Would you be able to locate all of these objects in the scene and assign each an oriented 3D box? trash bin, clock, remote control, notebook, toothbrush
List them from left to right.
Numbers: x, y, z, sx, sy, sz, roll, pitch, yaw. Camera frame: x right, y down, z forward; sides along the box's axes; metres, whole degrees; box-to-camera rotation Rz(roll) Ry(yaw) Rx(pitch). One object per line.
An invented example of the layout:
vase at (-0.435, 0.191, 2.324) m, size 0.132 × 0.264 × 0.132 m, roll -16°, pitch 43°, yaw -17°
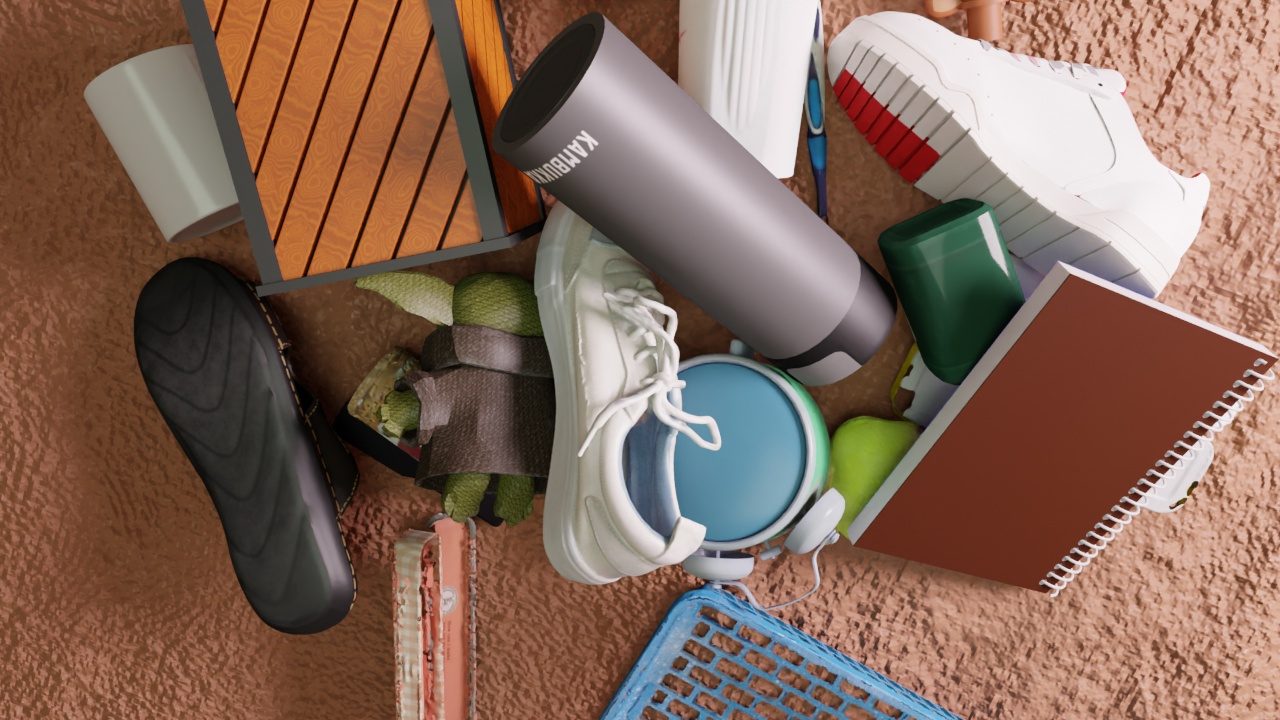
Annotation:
trash bin at (-0.147, -0.144, 0.530) m, size 0.140 × 0.139 × 0.172 m, roll -10°, pitch 102°, yaw 6°
remote control at (-0.152, 0.073, 0.645) m, size 0.136 × 0.015 × 0.032 m, roll 32°, pitch 103°, yaw -4°
clock at (0.064, 0.076, 0.582) m, size 0.122 × 0.075 × 0.161 m, roll -26°, pitch 77°, yaw 16°
toothbrush at (0.111, -0.143, 0.574) m, size 0.016 × 0.017 × 0.189 m, roll -6°, pitch 103°, yaw 6°
notebook at (0.252, 0.055, 0.555) m, size 0.171 × 0.022 × 0.210 m, roll 17°, pitch 122°, yaw -20°

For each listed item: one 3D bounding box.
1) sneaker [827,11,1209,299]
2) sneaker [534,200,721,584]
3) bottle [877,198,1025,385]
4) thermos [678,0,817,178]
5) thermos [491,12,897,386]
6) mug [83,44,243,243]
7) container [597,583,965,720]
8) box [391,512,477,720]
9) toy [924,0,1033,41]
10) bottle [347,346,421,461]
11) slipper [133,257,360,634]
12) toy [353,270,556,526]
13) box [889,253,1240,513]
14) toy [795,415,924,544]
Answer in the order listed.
sneaker at (0.227, -0.140, 0.540) m, size 0.236 × 0.090 × 0.104 m, roll 37°, pitch 82°, yaw 3°
sneaker at (-0.003, 0.003, 0.530) m, size 0.091 × 0.089 × 0.242 m, roll -16°, pitch 66°, yaw 35°
bottle at (0.194, -0.024, 0.545) m, size 0.061 × 0.061 × 0.131 m, roll -24°, pitch 103°, yaw 6°
thermos at (0.063, -0.218, 0.523) m, size 0.099 × 0.099 × 0.221 m, roll 4°, pitch 108°, yaw 3°
thermos at (0.039, -0.075, 0.501) m, size 0.240 × 0.082 × 0.082 m, roll 34°, pitch 105°, yaw -31°
mug at (-0.268, -0.141, 0.578) m, size 0.111 × 0.079 × 0.097 m, roll -29°, pitch 101°, yaw -18°
container at (0.127, 0.323, 0.646) m, size 0.362 × 0.089 × 0.257 m, roll 29°, pitch 104°, yaw -3°
box at (-0.145, 0.201, 0.649) m, size 0.042 × 0.082 × 0.187 m, roll 6°, pitch 106°, yaw 14°
toy at (0.193, -0.248, 0.522) m, size 0.095 × 0.065 × 0.128 m, roll -8°, pitch 108°, yaw 8°
bottle at (-0.137, 0.042, 0.616) m, size 0.105 × 0.056 × 0.056 m, roll 36°, pitch 103°, yaw -5°
slipper at (-0.255, 0.053, 0.618) m, size 0.113 × 0.075 × 0.268 m, roll -27°, pitch 84°, yaw 13°
toy at (-0.089, 0.021, 0.561) m, size 0.179 × 0.078 × 0.152 m, roll 9°, pitch 70°, yaw -32°
box at (0.279, 0.012, 0.597) m, size 0.209 × 0.036 × 0.130 m, roll 20°, pitch 101°, yaw 0°
toy at (0.136, 0.083, 0.613) m, size 0.115 × 0.046 × 0.092 m, roll -8°, pitch 102°, yaw 13°
